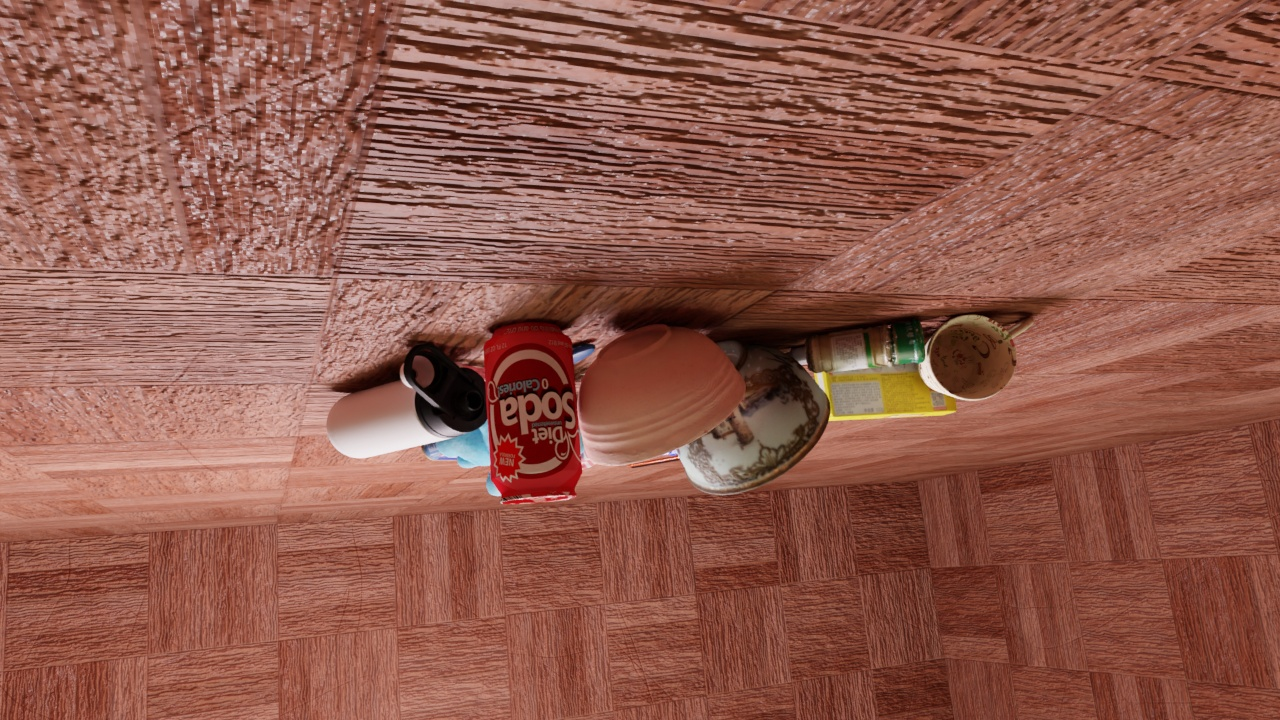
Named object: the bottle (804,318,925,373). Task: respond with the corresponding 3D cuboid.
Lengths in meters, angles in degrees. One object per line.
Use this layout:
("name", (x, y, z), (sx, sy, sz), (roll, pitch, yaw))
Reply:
("bottle", (0.213, -0.012, 0.876), (0.110, 0.042, 0.042), (-8, 168, 14))

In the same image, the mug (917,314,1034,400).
("mug", (0.331, -0.010, 0.905), (0.122, 0.081, 0.097), (-33, 174, 1))

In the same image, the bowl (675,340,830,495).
("bowl", (0.089, 0.038, 0.877), (0.160, 0.159, 0.094), (-14, 123, 35))

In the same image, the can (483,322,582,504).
("can", (-0.089, 0.044, 0.760), (0.074, 0.142, 0.074), (-5, 168, -1))

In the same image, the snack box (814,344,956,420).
("snack box", (0.259, 0.023, 0.973), (0.152, 0.075, 0.025), (-2, 166, -17))

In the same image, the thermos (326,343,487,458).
("thermos", (-0.236, 0.042, 0.877), (0.231, 0.068, 0.101), (-14, 134, 46))

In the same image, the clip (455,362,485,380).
("clip", (-0.166, 0.016, 0.887), (0.044, 0.023, 0.060), (-8, 167, 33))

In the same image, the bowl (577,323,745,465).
("bowl", (0.007, 0.017, 0.781), (0.153, 0.076, 0.152), (-23, -162, 8))

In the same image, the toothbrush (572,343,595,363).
("toothbrush", (-0.090, 0.004, 0.874), (0.133, 0.016, 0.021), (-16, 163, 42))

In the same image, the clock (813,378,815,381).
("clock", (0.248, 0.030, 1.054), (0.089, 0.051, 0.124), (-15, 168, 37))

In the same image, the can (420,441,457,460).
("can", (-0.220, 0.096, 1.159), (0.059, 0.054, 0.099), (-19, 162, 42))

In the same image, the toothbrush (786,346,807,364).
("toothbrush", (0.189, -0.008, 0.936), (0.188, 0.018, 0.019), (-8, 166, 11))

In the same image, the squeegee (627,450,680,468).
("squeegee", (0.025, 0.106, 1.295), (0.250, 0.055, 0.184), (-15, 157, 37))

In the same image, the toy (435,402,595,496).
("toy", (-0.145, 0.089, 0.994), (0.181, 0.114, 0.183), (-23, 136, 26))
